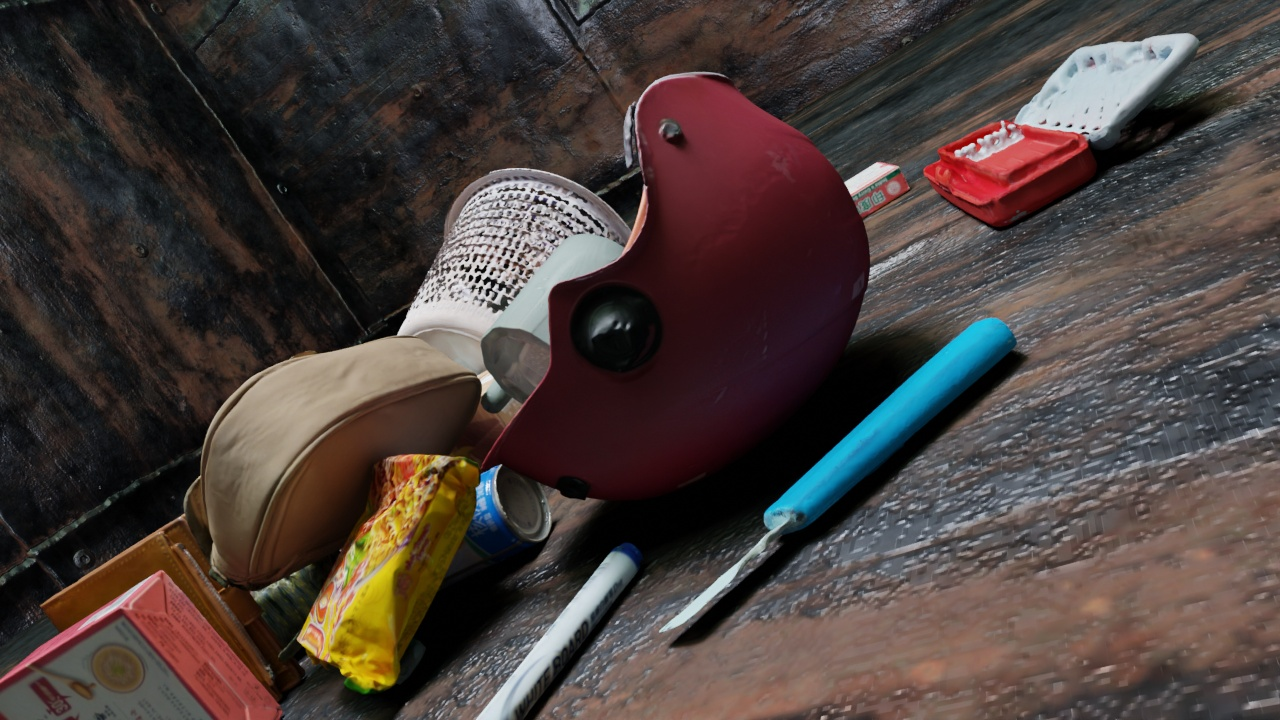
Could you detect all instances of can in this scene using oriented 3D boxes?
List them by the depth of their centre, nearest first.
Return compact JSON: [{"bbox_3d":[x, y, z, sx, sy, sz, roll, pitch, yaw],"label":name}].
[{"bbox_3d":[-0.124,0.114,0.575,0.135,0.053,0.053,-29,12,21],"label":"can"}]

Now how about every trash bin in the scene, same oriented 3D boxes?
[{"bbox_3d":[-0.125,-0.039,0.878,0.228,0.227,0.191,-24,27,38],"label":"trash bin"}]

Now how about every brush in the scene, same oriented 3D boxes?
[{"bbox_3d":[-0.264,0.183,0.648,0.145,0.063,0.073,-40,17,-22],"label":"brush"}]

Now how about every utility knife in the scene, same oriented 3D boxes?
[{"bbox_3d":[0.086,0.045,0.386,0.207,0.018,0.034,-37,1,-18],"label":"utility knife"},{"bbox_3d":[-0.165,0.171,0.552,0.029,0.013,0.179,-44,15,-30],"label":"utility knife"}]

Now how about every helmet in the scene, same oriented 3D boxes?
[{"bbox_3d":[0.030,-0.017,0.483,0.240,0.144,0.207,-62,-3,3],"label":"helmet"}]

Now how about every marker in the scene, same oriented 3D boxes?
[{"bbox_3d":[-0.041,0.128,0.389,0.017,0.017,0.145,-22,16,43],"label":"marker"}]

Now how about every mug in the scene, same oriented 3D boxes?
[{"bbox_3d":[-0.059,-0.016,0.644,0.124,0.083,0.103,-37,14,50],"label":"mug"}]

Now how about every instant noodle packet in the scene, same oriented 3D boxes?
[{"bbox_3d":[-0.140,0.112,0.504,0.111,0.044,0.128,-11,53,59],"label":"instant noodle packet"}]

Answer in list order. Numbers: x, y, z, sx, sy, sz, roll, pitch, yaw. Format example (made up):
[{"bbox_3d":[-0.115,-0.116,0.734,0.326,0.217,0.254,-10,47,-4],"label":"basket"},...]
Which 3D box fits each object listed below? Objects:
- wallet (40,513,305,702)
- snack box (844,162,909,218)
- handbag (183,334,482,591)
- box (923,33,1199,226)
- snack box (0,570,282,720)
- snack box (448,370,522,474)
[{"bbox_3d":[-0.285,0.173,0.572,0.119,0.130,0.035,-32,8,-1],"label":"wallet"},{"bbox_3d":[0.172,-0.135,0.872,0.156,0.027,0.077,-31,12,9],"label":"snack box"},{"bbox_3d":[-0.198,0.057,0.602,0.148,0.100,0.204,-62,-16,18],"label":"handbag"},{"bbox_3d":[0.282,-0.162,0.641,0.161,0.050,0.200,-38,9,16],"label":"box"},{"bbox_3d":[-0.296,0.201,0.529,0.127,0.113,0.044,-31,13,11],"label":"snack box"},{"bbox_3d":[-0.119,0.056,0.742,0.095,0.077,0.092,-26,13,27],"label":"snack box"}]
